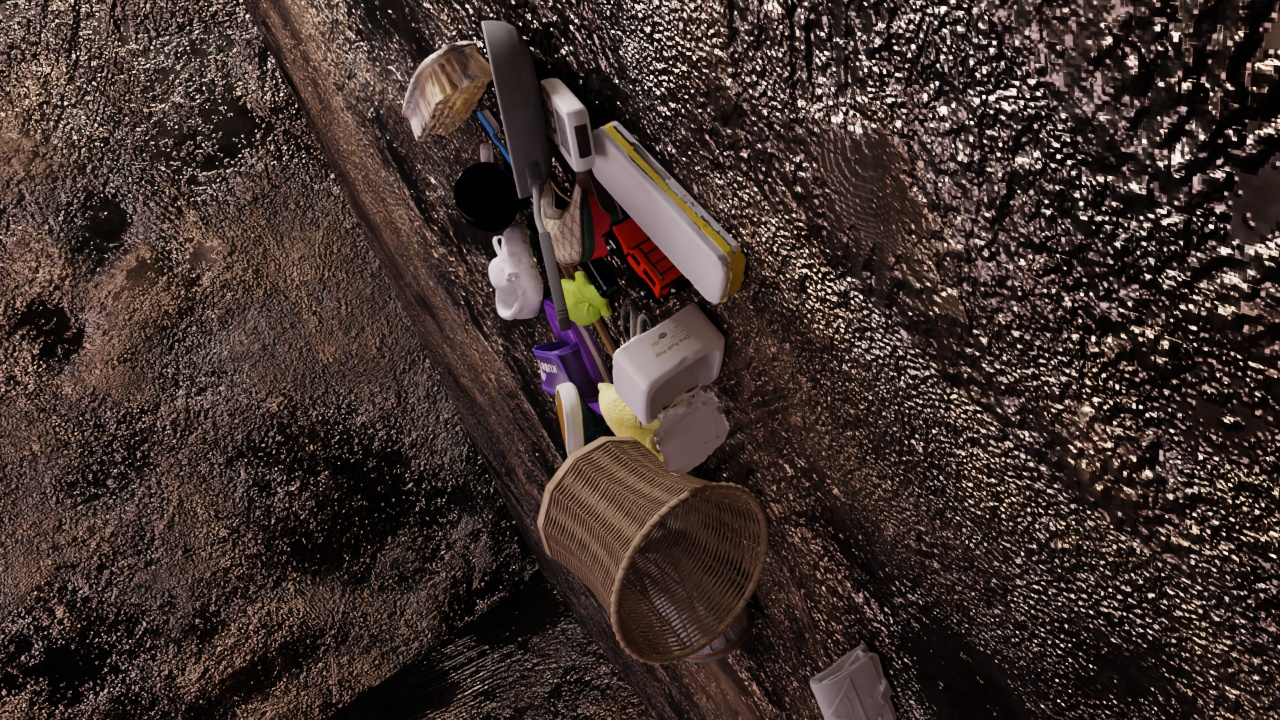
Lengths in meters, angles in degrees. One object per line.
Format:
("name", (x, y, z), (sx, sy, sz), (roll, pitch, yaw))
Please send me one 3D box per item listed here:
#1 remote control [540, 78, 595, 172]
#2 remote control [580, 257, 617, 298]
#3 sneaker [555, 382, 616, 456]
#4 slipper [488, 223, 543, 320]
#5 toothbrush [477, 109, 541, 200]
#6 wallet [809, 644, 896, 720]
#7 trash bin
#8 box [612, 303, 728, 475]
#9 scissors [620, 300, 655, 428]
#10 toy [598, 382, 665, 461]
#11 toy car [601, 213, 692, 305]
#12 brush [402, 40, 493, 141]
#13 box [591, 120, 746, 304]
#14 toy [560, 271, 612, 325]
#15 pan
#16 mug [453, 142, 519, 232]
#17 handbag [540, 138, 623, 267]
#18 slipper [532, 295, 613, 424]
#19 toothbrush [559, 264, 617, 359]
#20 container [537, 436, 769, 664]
("remote control", (-0.072, -0.231, 0.891), (0.138, 0.025, 0.060), (-120, 18, -56))
("remote control", (-0.076, -0.141, 1.122), (0.152, 0.020, 0.041), (57, 162, 8))
("sneaker", (-0.042, 0.135, 1.341), (0.120, 0.127, 0.295), (-110, 1, -46))
("slipper", (-0.184, -0.125, 1.346), (0.112, 0.074, 0.247), (59, 163, 11))
("toothbrush", (-0.157, -0.252, 1.179), (0.166, 0.014, 0.016), (55, 163, -2))
("wallet", (0.241, 0.381, 1.023), (0.116, 0.086, 0.032), (63, 168, -27))
("trash bin", (0.073, 0.318, 1.305), (0.131, 0.130, 0.211), (24, 140, 62))
("box", (0.035, 0.031, 0.963), (0.083, 0.110, 0.191), (45, 160, 39))
("scissors", (0.002, 0.011, 1.101), (0.132, 0.012, 0.169), (-11, 92, 64))
("toy", (0.000, 0.086, 1.230), (0.155, 0.064, 0.171), (36, 160, 19))
("toy car", (0.009, -0.104, 0.897), (0.100, 0.051, 0.049), (54, 165, 12))
("brush", (-0.247, -0.335, 1.157), (0.056, 0.083, 0.272), (62, 162, -9))
("box", (0.022, -0.139, 0.842), (0.209, 0.033, 0.064), (50, 157, 25))
("toy", (-0.074, -0.080, 1.182), (0.094, 0.036, 0.094), (40, 144, 19))
("pan", (-0.103, -0.183, 0.903), (0.179, 0.041, 0.356), (88, 169, -61))
("mug", (-0.206, -0.232, 1.250), (0.100, 0.085, 0.119), (116, 152, -84))
("handbag", (-0.071, -0.175, 0.995), (0.167, 0.063, 0.138), (8, 118, 70))
("slipper", (-0.098, 0.038, 1.376), (0.107, 0.084, 0.267), (24, 142, 61))
("toothbrush", (-0.064, -0.063, 1.229), (0.167, 0.016, 0.016), (62, 163, -13))
("container", (0.007, 0.215, 1.110), (0.196, 0.226, 0.227), (29, 146, 48))
